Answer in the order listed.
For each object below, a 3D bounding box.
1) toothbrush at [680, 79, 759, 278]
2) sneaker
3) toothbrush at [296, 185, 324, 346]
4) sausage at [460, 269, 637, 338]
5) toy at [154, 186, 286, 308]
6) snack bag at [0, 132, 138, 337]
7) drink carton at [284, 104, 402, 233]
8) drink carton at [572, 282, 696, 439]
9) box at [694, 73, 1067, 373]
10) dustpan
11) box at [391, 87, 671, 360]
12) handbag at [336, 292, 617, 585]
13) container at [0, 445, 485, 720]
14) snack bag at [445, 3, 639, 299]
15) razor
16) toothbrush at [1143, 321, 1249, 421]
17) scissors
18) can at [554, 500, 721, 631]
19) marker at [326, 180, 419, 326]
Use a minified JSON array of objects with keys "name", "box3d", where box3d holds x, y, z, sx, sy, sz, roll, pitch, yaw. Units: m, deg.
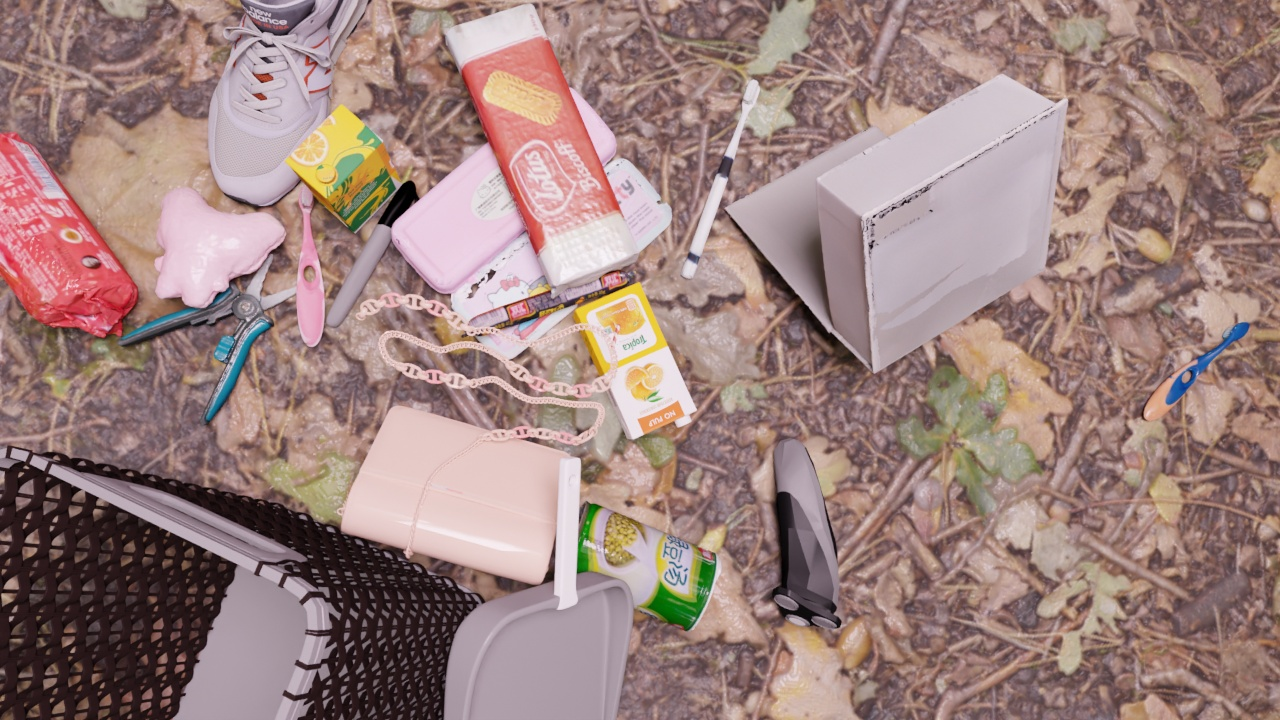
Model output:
[{"name":"toothbrush","box3d":[0.070,-0.159,0.800,0.012,0.017,0.186,18,83,15]},{"name":"sneaker","box3d":[-0.281,-0.245,0.708,0.089,0.124,0.239,19,83,-5]},{"name":"toothbrush","box3d":[-0.270,-0.078,0.748,0.021,0.016,0.135,-2,83,-24]},{"name":"sausage","box3d":[-0.074,-0.048,0.752,0.155,0.020,0.020,-20,88,-14]},{"name":"toy","box3d":[-0.342,-0.085,0.721,0.099,0.053,0.095,17,68,-1]},{"name":"snack bag","box3d":[-0.460,-0.095,0.696,0.082,0.082,0.176,-37,90,-9]},{"name":"drink carton","box3d":[-0.226,-0.145,0.708,0.041,0.122,0.058,42,82,-3]},{"name":"drink carton","box3d":[-0.005,0.004,0.766,0.058,0.040,0.122,-24,89,-9]},{"name":"box","box3d":[0.184,-0.107,0.805,0.167,0.446,0.165,-29,99,-9]},{"name":"dustpan","box3d":[-0.063,0.194,0.644,0.162,0.033,0.257,-3,97,-50]},{"name":"box","box3d":[-0.088,-0.115,0.766,0.201,0.041,0.153,-42,92,-8]},{"name":"handbag","box3d":[-0.133,0.059,0.673,0.198,0.116,0.188,16,121,-5]},{"name":"container","box3d":[-0.269,0.219,0.579,0.247,0.243,0.245,18,83,18]},{"name":"snack bag","box3d":[-0.078,-0.168,0.732,0.077,0.041,0.225,-23,87,-10]},{"name":"razor","box3d":[0.136,0.144,0.769,0.060,0.057,0.156,10,75,-35]},{"name":"toothbrush","box3d":[0.510,0.010,0.845,0.135,0.017,0.021,-41,88,-6]},{"name":"scissors","box3d":[-0.345,-0.026,0.736,0.118,0.019,0.148,19,78,-9]},{"name":"can","box3d":[-0.002,0.166,0.740,0.121,0.067,0.067,23,83,-5]},{"name":"marker","box3d":[-0.220,-0.088,0.760,0.022,0.016,0.138,30,83,-28]}]
